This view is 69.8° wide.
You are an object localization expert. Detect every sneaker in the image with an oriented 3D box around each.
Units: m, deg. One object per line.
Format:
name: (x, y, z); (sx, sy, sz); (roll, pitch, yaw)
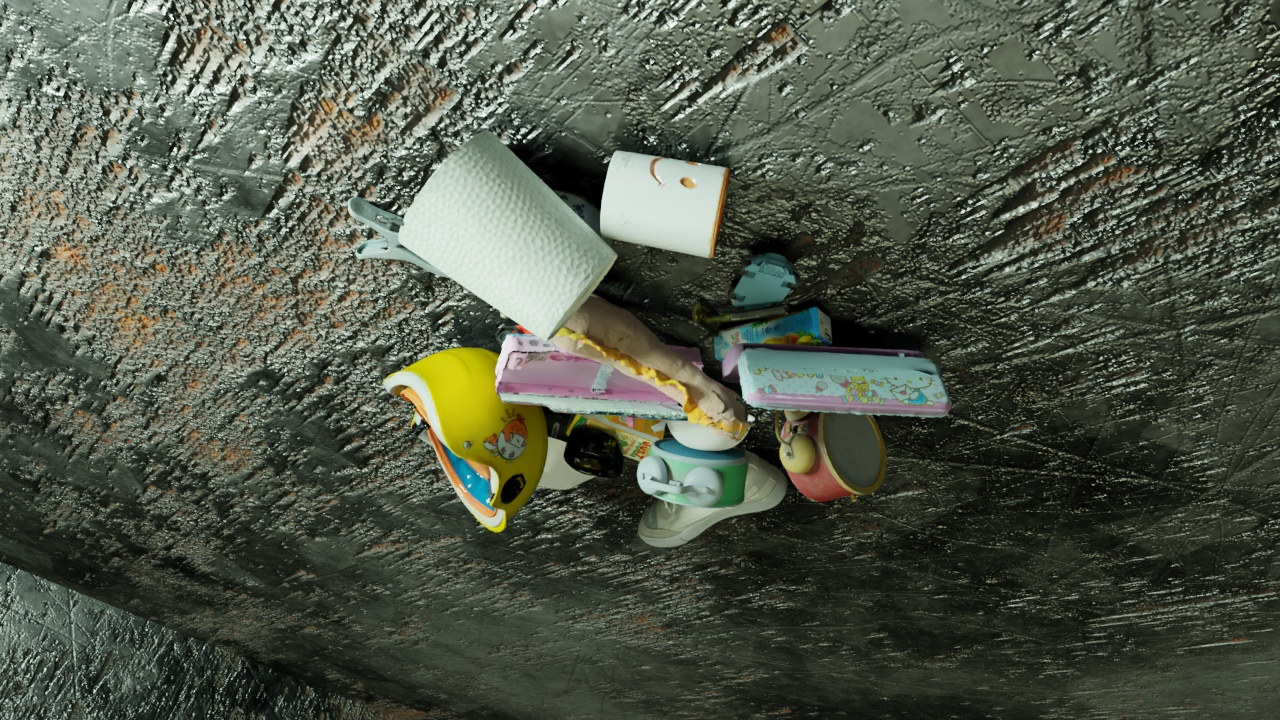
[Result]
sneaker: (0.077, 0.182, 1.254); (0.243, 0.089, 0.090); (-27, 124, 34)

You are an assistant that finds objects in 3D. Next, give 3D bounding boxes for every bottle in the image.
bottle: (-0.111, 0.092, 1.228); (0.110, 0.036, 0.036); (14, 144, -1)

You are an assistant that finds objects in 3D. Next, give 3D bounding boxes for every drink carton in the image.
drink carton: (0.140, -0.024, 0.988); (0.129, 0.038, 0.044); (-14, 156, 32)
drink carton: (-0.029, 0.088, 1.193); (0.122, 0.041, 0.058); (20, 143, -10)

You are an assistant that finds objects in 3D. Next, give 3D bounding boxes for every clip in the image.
clip: (-0.235, -0.131, 0.981); (0.162, 0.027, 0.091); (8, 142, 6)

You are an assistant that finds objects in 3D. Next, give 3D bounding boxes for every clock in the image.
clock: (0.207, 0.099, 1.070); (0.158, 0.116, 0.081); (32, 143, -29)
clock: (0.061, 0.142, 1.112); (0.122, 0.075, 0.161); (9, -172, 25)

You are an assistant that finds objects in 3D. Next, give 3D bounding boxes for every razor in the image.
razor: (0.108, -0.047, 0.962); (0.106, 0.026, 0.042); (-5, 151, 40)

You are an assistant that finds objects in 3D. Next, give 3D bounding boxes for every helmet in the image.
helmet: (-0.188, 0.083, 1.132); (0.209, 0.139, 0.240); (31, 151, 44)

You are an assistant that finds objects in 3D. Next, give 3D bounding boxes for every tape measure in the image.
tape measure: (-0.061, 0.119, 1.174); (0.072, 0.042, 0.071); (4, 146, 17)

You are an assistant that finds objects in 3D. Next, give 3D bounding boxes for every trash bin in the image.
trash bin: (-0.116, -0.108, 0.844); (0.161, 0.133, 0.134); (39, 141, -1)

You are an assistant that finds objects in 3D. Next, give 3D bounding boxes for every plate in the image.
plate: (-0.136, 0.146, 1.272); (0.174, 0.036, 0.174); (13, 158, 5)

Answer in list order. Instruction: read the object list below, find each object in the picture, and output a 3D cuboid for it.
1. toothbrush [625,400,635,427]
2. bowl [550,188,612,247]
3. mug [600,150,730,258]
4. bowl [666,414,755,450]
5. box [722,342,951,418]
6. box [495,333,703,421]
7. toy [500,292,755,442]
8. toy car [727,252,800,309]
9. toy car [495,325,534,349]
toothbrush: (-0.016, 0.061, 1.110); (0.016, 0.021, 0.135); (7, -173, -10)
bowl: (-0.088, -0.117, 0.935); (0.114, 0.045, 0.114); (9, 144, 6)
mug: (0.023, -0.142, 0.836); (0.105, 0.082, 0.082); (11, 144, 5)
bowl: (0.080, 0.085, 1.099); (0.110, 0.040, 0.110); (4, -174, -1)
box: (0.200, 0.016, 0.948); (0.214, 0.140, 0.062); (3, 104, -8)
box: (-0.042, 0.034, 1.027); (0.230, 0.090, 0.085); (4, 139, -19)
toy: (-0.006, 0.006, 0.948); (0.264, 0.195, 0.065); (39, 114, 10)
toy car: (0.125, -0.082, 0.930); (0.060, 0.027, 0.108); (15, 161, -2)
toy car: (-0.115, -0.024, 1.065); (0.100, 0.048, 0.051); (1, 143, 17)
